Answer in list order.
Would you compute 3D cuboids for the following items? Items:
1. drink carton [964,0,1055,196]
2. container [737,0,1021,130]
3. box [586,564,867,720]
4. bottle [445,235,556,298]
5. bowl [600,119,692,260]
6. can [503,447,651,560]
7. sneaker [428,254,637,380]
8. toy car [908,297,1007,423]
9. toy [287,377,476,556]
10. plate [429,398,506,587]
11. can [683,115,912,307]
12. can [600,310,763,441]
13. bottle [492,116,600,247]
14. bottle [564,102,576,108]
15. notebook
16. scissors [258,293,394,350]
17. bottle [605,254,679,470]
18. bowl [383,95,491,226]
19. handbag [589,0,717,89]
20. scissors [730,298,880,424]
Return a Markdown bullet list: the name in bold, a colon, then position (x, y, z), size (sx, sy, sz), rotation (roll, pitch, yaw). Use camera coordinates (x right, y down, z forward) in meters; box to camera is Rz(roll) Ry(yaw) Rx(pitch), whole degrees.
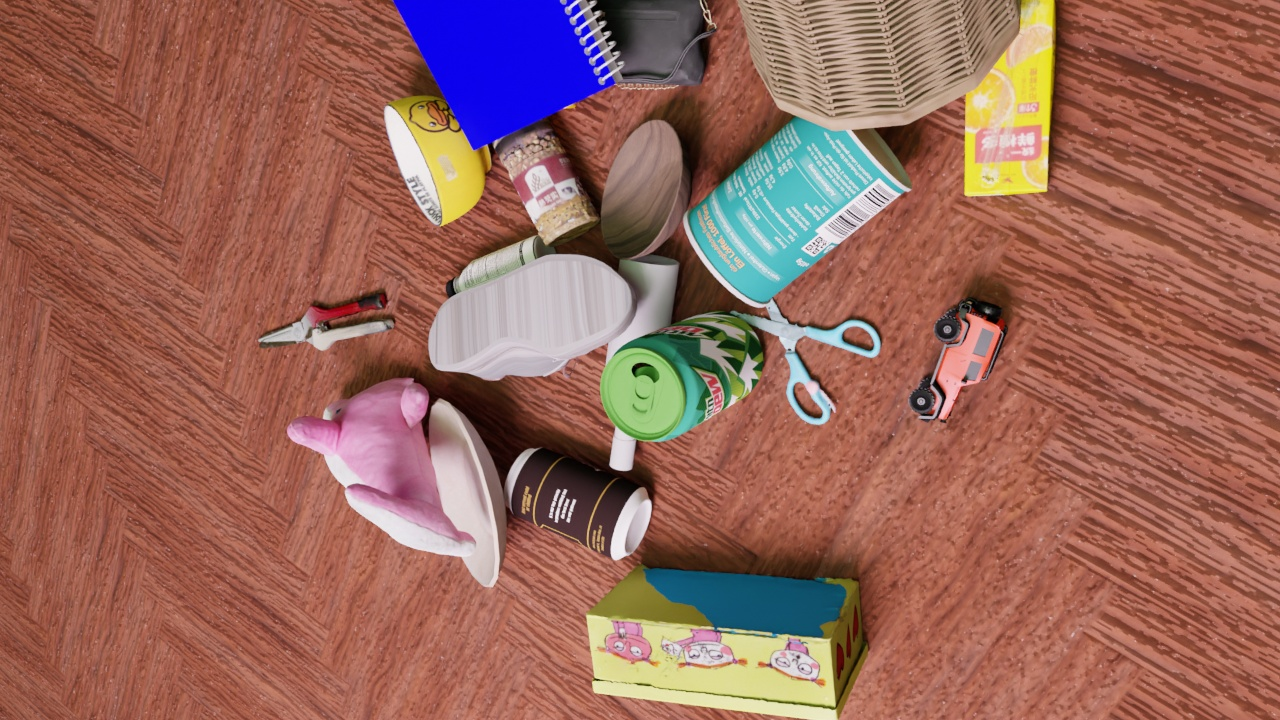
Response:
- **drink carton**: position (0.264, -0.187, 0.657), size (0.059, 0.042, 0.135), rotation (2, 103, 24)
- **container**: position (0.136, -0.280, 0.571), size (0.227, 0.196, 0.226), rotation (-10, 62, 20)
- **box**: position (0.077, 0.241, 0.801), size (0.221, 0.124, 0.079), rotation (-1, 101, 24)
- **bottle**: position (-0.135, -0.082, 0.872), size (0.116, 0.041, 0.041), rotation (-17, 94, 28)
- **bowl**: position (0.012, -0.140, 0.775), size (0.120, 0.032, 0.119), rotation (-23, 61, 52)
- **can**: position (-0.059, 0.134, 0.867), size (0.129, 0.071, 0.072), rotation (19, 109, 21)
- **sneaker**: position (-0.084, -0.031, 0.832), size (0.237, 0.089, 0.099), rotation (-9, 77, 36)
- **toy car**: position (0.244, 0.002, 0.704), size (0.049, 0.051, 0.100), rotation (22, 109, 22)
- **toy**: position (-0.240, 0.084, 0.898), size (0.128, 0.186, 0.265), rotation (-51, 41, 1)
- **plate**: position (-0.164, 0.127, 0.900), size (0.189, 0.027, 0.189), rotation (39, 136, 51)
- **can**: position (0.119, -0.124, 0.708), size (0.144, 0.099, 0.099), rotation (-40, 83, 27)
- **can**: position (0.036, 0.011, 0.750), size (0.083, 0.143, 0.083), rotation (8, 107, 29)
- **bottle**: position (-0.084, -0.160, 0.821), size (0.056, 0.056, 0.105), rotation (-28, 89, 28)
- **bottle**: position (-0.080, -0.294, 0.797), size (0.043, 0.043, 0.144), rotation (4, 103, 25)
- **notebook**: position (-0.121, -0.291, 0.723), size (0.172, 0.022, 0.209), rotation (-13, 113, 36)
- **scissors**: position (-0.348, -0.042, 0.997), size (0.189, 0.015, 0.140), rotation (23, 112, 19)
- **bottle**: position (-0.005, 0.005, 0.823), size (0.052, 0.052, 0.195), rotation (15, 107, 22)
- **bowl**: position (-0.180, -0.190, 0.844), size (0.117, 0.067, 0.117), rotation (51, 157, 30)
- **handbag**: position (0.002, -0.267, 0.759), size (0.129, 0.054, 0.079), rotation (11, 102, 25)
- **scissors**: position (0.143, -0.019, 0.771), size (0.118, 0.015, 0.139), rotation (-30, 90, 28)
